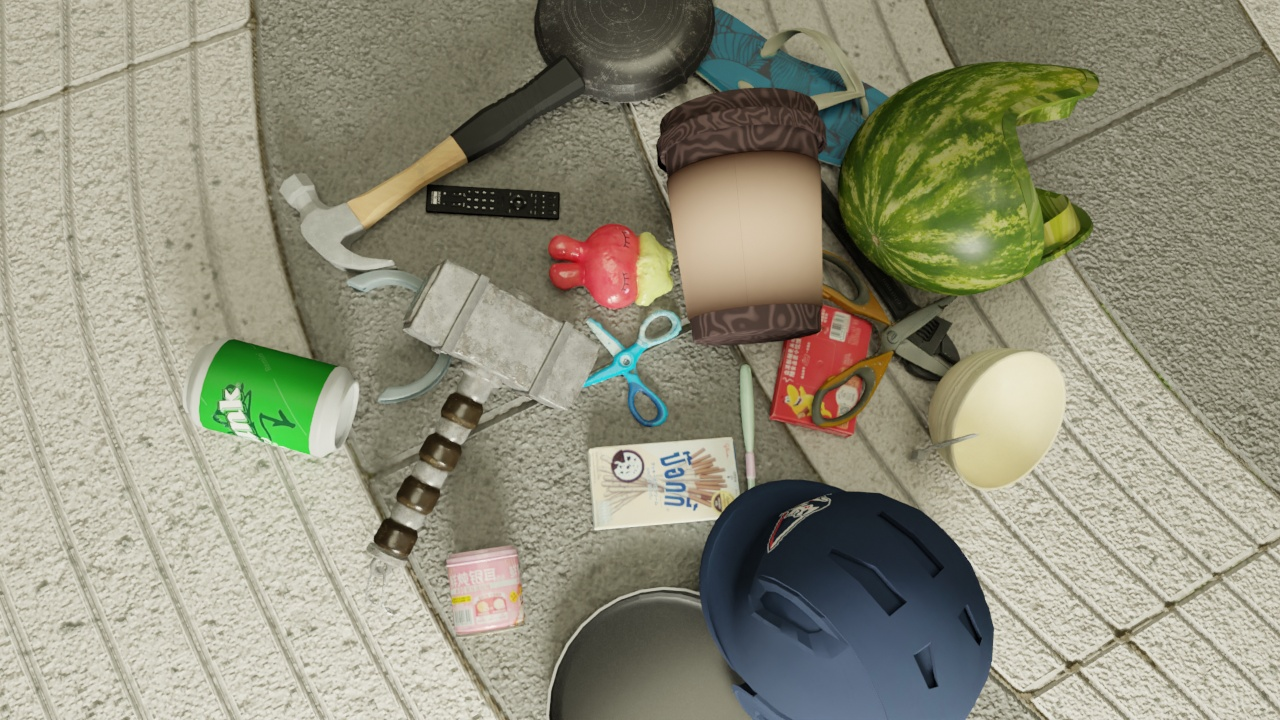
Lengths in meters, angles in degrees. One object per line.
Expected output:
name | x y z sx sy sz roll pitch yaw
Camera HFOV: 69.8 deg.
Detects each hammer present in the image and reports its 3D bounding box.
hammer | -0.186 0.079 0.871 0.177 0.079 0.326 29 81 -18
hammer | -0.201 -0.210 0.950 0.328 0.039 0.131 -36 85 -8

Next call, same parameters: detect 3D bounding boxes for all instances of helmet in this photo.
helmet | 0.321 -0.179 0.926 0.246 0.213 0.243 -39 42 -27
helmet | 0.182 0.215 0.823 0.231 0.224 0.272 -31 59 -26

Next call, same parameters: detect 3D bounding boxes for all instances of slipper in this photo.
slipper | 0.170 -0.310 1.023 0.295 0.060 0.118 31 79 0

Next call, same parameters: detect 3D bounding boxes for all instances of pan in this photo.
pan | 0.040 -0.432 1.020 0.356 0.040 0.207 -41 78 -7
pan | 0.058 0.280 0.894 0.225 0.034 0.355 33 76 0

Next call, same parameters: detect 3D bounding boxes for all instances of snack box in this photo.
snack box | 0.193 0.008 0.976 0.089 0.021 0.132 14 77 -4
snack box | 0.024 0.124 0.927 0.150 0.026 0.082 -3 78 -8

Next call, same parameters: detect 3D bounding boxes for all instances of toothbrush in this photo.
toothbrush | 0.292 0.086 0.890 0.010 0.181 0.010 12 79 2
toothbrush | 0.112 0.080 0.954 0.022 0.015 0.154 9 74 -37

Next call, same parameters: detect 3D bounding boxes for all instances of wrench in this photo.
wrench | 0.260 -0.094 1.010 0.073 0.018 0.273 -32 82 -13

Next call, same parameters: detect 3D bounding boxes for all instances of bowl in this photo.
bowl | 0.355 0.051 0.948 0.150 0.075 0.151 -9 112 -24

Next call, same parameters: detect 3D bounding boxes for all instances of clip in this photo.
clip | -0.234 -0.036 0.928 0.165 0.032 0.164 31 77 -1

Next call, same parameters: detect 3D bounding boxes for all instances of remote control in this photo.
remote control | -0.156 -0.168 0.974 0.140 0.009 0.030 2 78 -7

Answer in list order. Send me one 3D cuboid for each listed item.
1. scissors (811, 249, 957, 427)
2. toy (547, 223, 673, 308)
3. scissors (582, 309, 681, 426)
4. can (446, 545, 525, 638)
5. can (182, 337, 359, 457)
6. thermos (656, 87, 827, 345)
scissors | 0.242 -0.030 0.971 0.225 0.016 0.230 -36 87 -16
toy | -0.031 -0.100 0.957 0.135 0.045 0.091 7 75 -12
scissors | -0.005 0.006 0.956 0.134 0.011 0.140 -27 84 -15
can | -0.145 0.216 0.864 0.067 0.067 0.076 -7 79 -9
can | -0.346 0.035 0.866 0.140 0.088 0.087 15 76 -4
thermos | 0.108 -0.135 0.927 0.172 0.173 0.226 -4 85 -8
